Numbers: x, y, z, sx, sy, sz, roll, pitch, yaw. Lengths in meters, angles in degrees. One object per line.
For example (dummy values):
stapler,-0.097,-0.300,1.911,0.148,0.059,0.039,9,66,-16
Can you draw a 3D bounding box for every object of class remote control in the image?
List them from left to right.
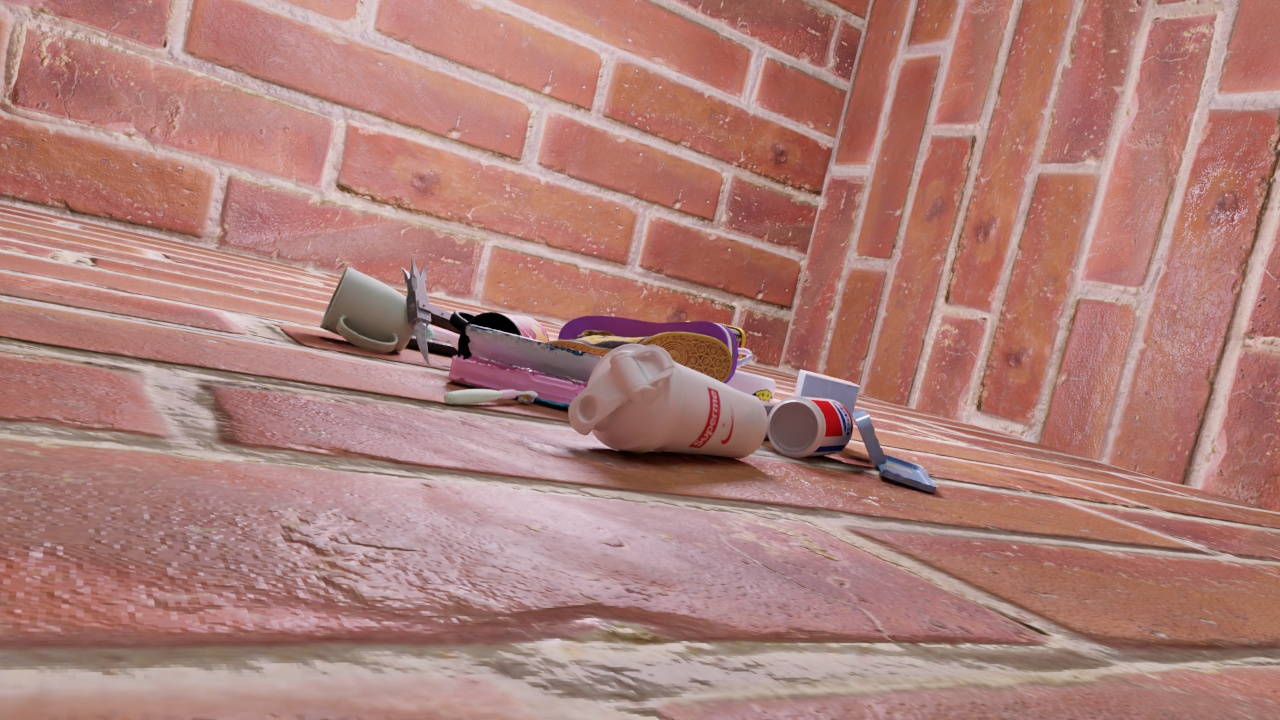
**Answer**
remote control,-0.319,-0.026,1.251,0.146,0.015,0.033,12,4,-21

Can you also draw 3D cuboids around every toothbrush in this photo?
toothbrush,-0.262,-0.024,1.352,0.223,0.027,0.026,15,37,35
toothbrush,-0.146,0.036,0.899,0.022,0.015,0.154,-18,-8,21

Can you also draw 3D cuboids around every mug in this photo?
mug,-0.335,-0.050,1.139,0.104,0.084,0.111,25,27,-21
mug,-0.179,-0.025,1.121,0.118,0.082,0.098,33,7,11
mug,0.156,0.054,1.359,0.115,0.068,0.094,11,4,-38

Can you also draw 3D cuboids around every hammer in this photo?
hammer,-0.177,-0.018,1.229,0.028,0.146,0.316,-34,-37,30

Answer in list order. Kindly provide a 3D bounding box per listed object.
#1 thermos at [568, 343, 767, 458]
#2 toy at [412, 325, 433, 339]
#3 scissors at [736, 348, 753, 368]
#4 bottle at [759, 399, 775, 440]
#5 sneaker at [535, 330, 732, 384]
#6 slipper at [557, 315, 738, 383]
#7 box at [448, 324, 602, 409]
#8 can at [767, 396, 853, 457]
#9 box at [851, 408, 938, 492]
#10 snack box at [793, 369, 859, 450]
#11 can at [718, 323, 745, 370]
thermos,0.036,0.043,0.854,0.099,0.099,0.220,16,0,38
toy,-0.345,-0.043,1.325,0.105,0.033,0.085,13,-11,-41
scissors,0.098,0.030,1.293,0.176,0.013,0.170,-32,41,-23
bottle,0.108,0.067,1.120,0.084,0.046,0.173,15,4,23
sneaker,-0.007,0.007,1.122,0.239,0.086,0.122,0,3,7
slipper,0.018,-0.003,1.210,0.267,0.107,0.084,0,-5,35
box,-0.089,0.014,1.017,0.230,0.071,0.084,13,3,1
can,0.205,0.079,1.097,0.070,0.070,0.132,15,4,29
box,0.301,0.114,1.126,0.125,0.043,0.209,46,9,8
snack box,0.255,0.068,1.293,0.079,0.093,0.094,14,3,5
can,0.109,0.002,1.522,0.073,0.131,0.100,16,7,35
